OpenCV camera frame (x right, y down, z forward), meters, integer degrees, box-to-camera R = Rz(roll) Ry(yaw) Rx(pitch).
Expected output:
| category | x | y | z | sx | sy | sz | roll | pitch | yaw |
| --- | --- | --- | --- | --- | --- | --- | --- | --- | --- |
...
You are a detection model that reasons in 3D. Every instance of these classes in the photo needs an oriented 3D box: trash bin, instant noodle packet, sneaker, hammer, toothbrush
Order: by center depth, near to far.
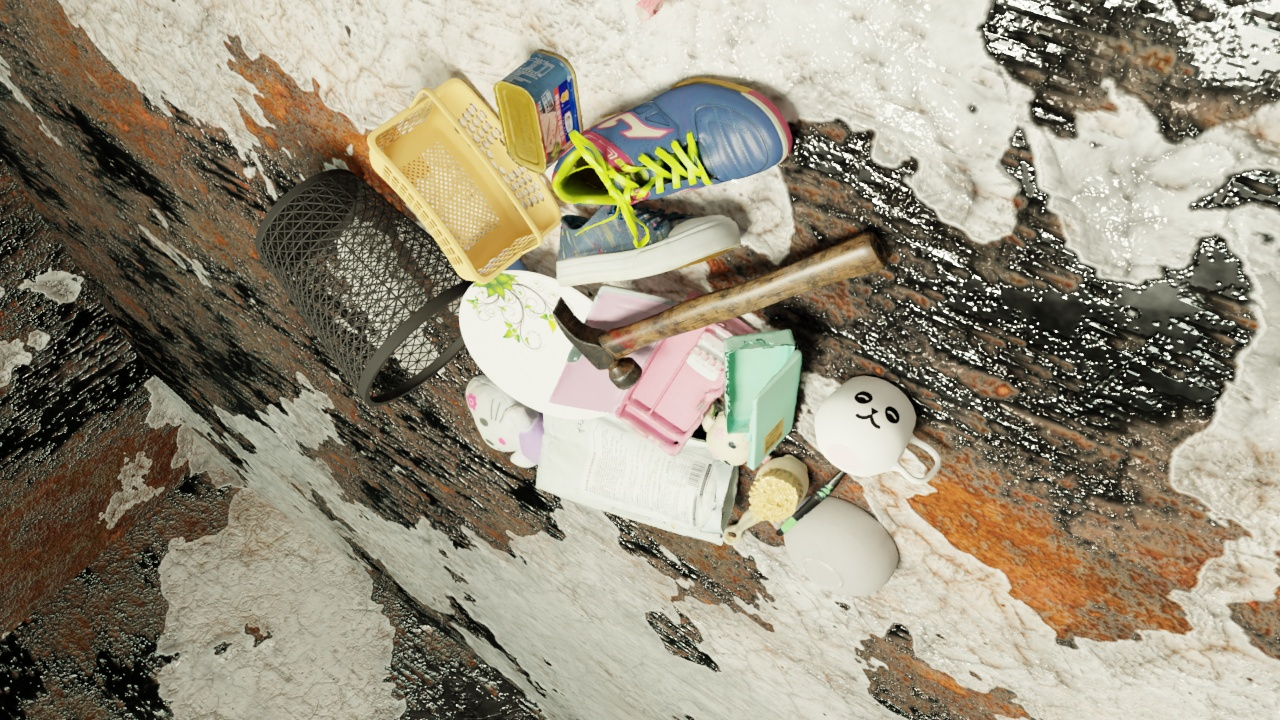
| category | x | y | z | sx | sy | sz | roll | pitch | yaw |
| --- | --- | --- | --- | --- | --- | --- | --- | --- | --- |
| sneaker | 0.018 | -0.166 | 0.787 | 0.242 | 0.090 | 0.116 | 2 | 129 | 46 |
| hammer | 0.065 | -0.055 | 0.845 | 0.331 | 0.033 | 0.120 | -19 | 129 | 38 |
| sneaker | -0.007 | -0.122 | 0.889 | 0.236 | 0.087 | 0.079 | -4 | 102 | 47 |
| toothbrush | 0.198 | 0.149 | 1.009 | 0.014 | 0.017 | 0.189 | 34 | 133 | 1 |
| instant noodle packet | -0.010 | 0.136 | 1.171 | 0.269 | 0.057 | 0.147 | 16 | 110 | 21 |
| trash bin | -0.349 | -0.103 | 1.183 | 0.243 | 0.216 | 0.217 | 46 | 150 | 7 |

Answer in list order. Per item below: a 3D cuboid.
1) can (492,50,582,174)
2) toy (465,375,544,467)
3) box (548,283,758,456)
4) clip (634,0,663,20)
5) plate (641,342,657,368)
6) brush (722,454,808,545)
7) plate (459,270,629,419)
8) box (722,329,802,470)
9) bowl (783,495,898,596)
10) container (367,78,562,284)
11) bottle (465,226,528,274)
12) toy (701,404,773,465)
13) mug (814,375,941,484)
| category | x | y | z | sx | sy | sz | roll | pitch | yaw |
| --- | --- | --- | --- | --- | --- | --- | --- | --- | --- |
| can | -0.095 | -0.231 | 0.863 | 0.054 | 0.058 | 0.100 | 26 | 147 | 25 |
| toy | -0.160 | 0.097 | 1.318 | 0.209 | 0.085 | 0.138 | 29 | 148 | 30 |
| box | 0.010 | 0.005 | 1.008 | 0.180 | 0.055 | 0.234 | 24 | 141 | -7 |
| clip | 0.011 | -0.281 | 0.705 | 0.022 | 0.035 | 0.058 | 41 | 154 | -5 |
| plate | -0.006 | 0.007 | 1.102 | 0.173 | 0.019 | 0.173 | 29 | 147 | 21 |
| brush | 0.140 | 0.188 | 1.130 | 0.062 | 0.077 | 0.273 | 45 | 156 | 12 |
| plate | -0.110 | -0.022 | 1.110 | 0.229 | 0.030 | 0.230 | 15 | 135 | 15 |
| box | 0.124 | 0.050 | 0.906 | 0.077 | 0.079 | 0.189 | -7 | 152 | 1 |
| bowl | 0.226 | 0.225 | 1.071 | 0.132 | 0.064 | 0.132 | 29 | 147 | 21 |
| container | -0.175 | -0.184 | 0.941 | 0.183 | 0.129 | 0.167 | 53 | 158 | -13 |
| bottle | -0.158 | -0.098 | 1.113 | 0.048 | 0.047 | 0.131 | -2 | 128 | 50 |
| toy | 0.104 | 0.086 | 1.055 | 0.112 | 0.050 | 0.087 | 26 | 147 | 10 |
| mug | 0.225 | 0.075 | 0.871 | 0.124 | 0.076 | 0.090 | 34 | 149 | 13 |
